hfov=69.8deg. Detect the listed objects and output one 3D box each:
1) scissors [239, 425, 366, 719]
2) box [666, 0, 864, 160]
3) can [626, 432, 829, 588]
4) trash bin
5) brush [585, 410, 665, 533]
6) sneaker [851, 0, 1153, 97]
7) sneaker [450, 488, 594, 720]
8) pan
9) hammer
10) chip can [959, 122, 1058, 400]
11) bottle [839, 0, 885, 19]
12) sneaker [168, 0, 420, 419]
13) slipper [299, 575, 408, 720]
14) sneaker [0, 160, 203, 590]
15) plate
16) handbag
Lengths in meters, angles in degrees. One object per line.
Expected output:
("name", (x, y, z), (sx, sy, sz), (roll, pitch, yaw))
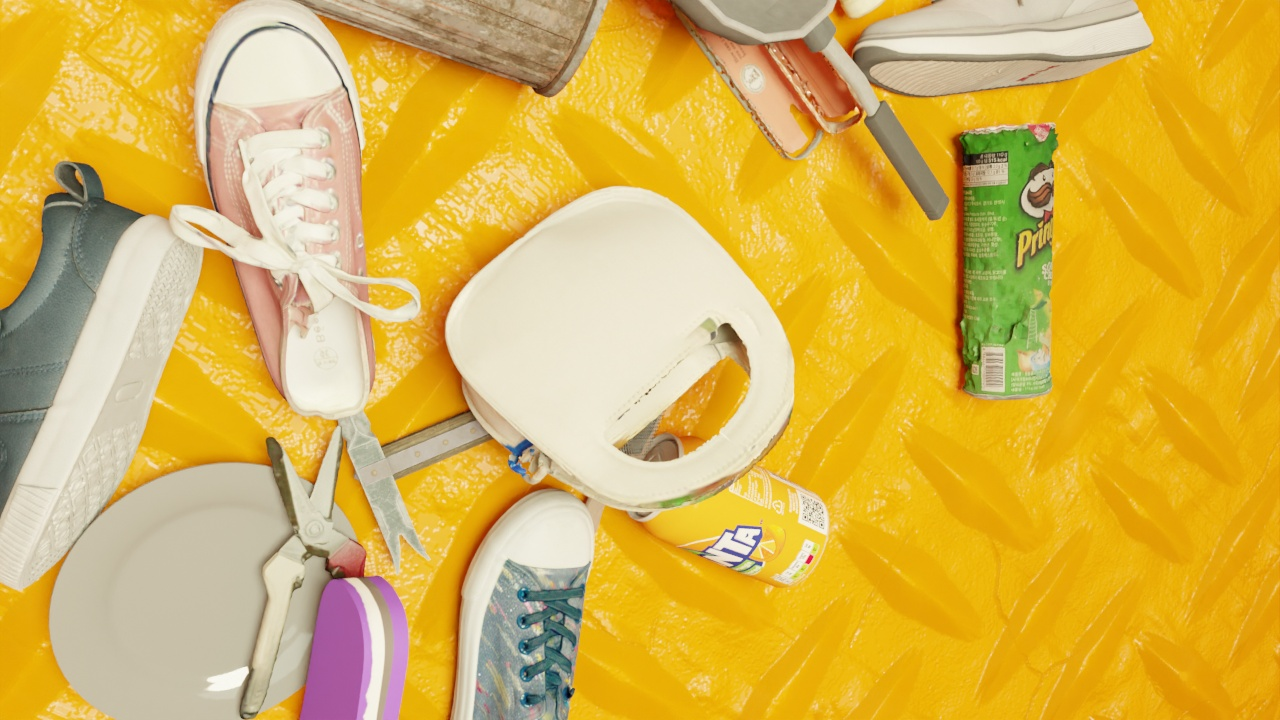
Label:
("scissors", (-0.210, 0.148, 0.592), (0.179, 0.015, 0.193), (-49, 123, -12))
("box", (0.085, -0.231, 0.656), (0.187, 0.083, 0.043), (47, 38, -20))
("can", (0.066, 0.111, 0.683), (0.142, 0.079, 0.079), (27, 88, -24))
("trash bin", (-0.131, -0.243, 0.516), (0.211, 0.131, 0.131), (14, 93, -26))
("brush", (-0.017, 0.076, 0.656), (0.049, 0.015, 0.136), (7, 114, -41))
("sneaker", (0.275, -0.279, 0.707), (0.262, 0.097, 0.128), (-14, 92, -19))
("sneaker", (-0.077, 0.207, 0.629), (0.087, 0.079, 0.235), (8, 99, -36))
("pan", (0.111, -0.224, 0.606), (0.357, 0.041, 0.178), (46, 63, -28))
("hammer", (-0.050, 0.014, 0.648), (0.316, 0.028, 0.147), (-23, 101, -18))
("chip can", (0.302, -0.078, 0.754), (0.075, 0.075, 0.223), (-9, 103, -21))
("bottle", (0.124, -0.322, 0.647), (0.059, 0.060, 0.166), (-40, 112, -12))
("sneaker", (-0.187, -0.068, 0.502), (0.118, 0.088, 0.241), (-9, 116, -15))
("slipper", (-0.168, 0.266, 0.592), (0.084, 0.107, 0.267), (4, 104, -38))
("sneaker", (-0.322, 0.012, 0.500), (0.087, 0.089, 0.235), (24, 96, -7))
("plate", (-0.265, 0.148, 0.576), (0.178, 0.012, 0.178), (-9, 108, -30))
("handbag", (-0.003, 0.003, 0.584), (0.200, 0.093, 0.199), (-40, 72, -21))
